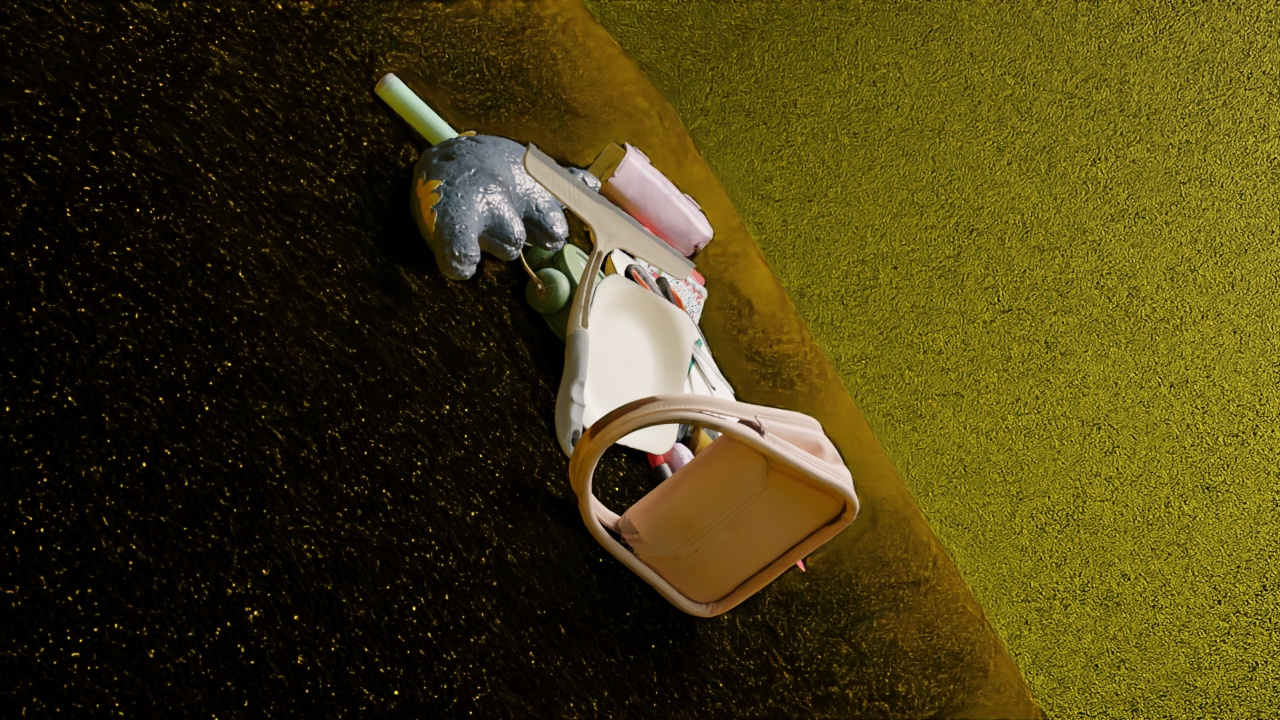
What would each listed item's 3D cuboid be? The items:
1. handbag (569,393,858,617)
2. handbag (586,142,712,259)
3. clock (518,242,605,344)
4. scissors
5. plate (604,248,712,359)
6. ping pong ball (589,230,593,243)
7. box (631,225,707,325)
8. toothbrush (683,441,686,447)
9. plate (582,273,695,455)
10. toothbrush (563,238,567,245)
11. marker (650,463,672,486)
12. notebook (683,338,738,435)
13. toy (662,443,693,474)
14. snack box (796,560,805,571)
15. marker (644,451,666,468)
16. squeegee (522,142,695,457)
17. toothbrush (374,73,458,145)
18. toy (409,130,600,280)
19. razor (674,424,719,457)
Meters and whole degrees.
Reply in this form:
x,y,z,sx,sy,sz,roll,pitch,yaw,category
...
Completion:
x,y,z,sx,sy,sz,roll,pitch,yaw,category
0.046,0.107,0.765,0.234,0.194,0.093,31,25,-36,handbag
0.015,-0.252,1.463,0.197,0.098,0.145,40,2,-23,handbag
-0.077,-0.073,0.985,0.161,0.056,0.116,44,18,-36,clock
0.055,-0.051,1.248,0.221,0.022,0.230,45,18,-23,scissors
0.024,-0.061,1.308,0.265,0.034,0.162,32,29,-56,plate
-0.052,-0.180,1.314,0.040,0.040,0.040,50,16,-20,ping pong ball
0.025,-0.130,1.454,0.112,0.099,0.201,23,-7,39,box
0.028,0.039,1.151,0.189,0.016,0.014,62,11,26,toothbrush
-0.012,0.007,0.942,0.163,0.034,0.164,26,70,-45,plate
-0.148,-0.159,1.013,0.027,0.026,0.212,24,0,31,toothbrush
0.048,0.164,0.933,0.132,0.022,0.020,62,-20,23,marker
0.098,0.065,1.241,0.150,0.012,0.208,60,20,-11,notebook
0.060,0.135,0.987,0.108,0.039,0.084,57,-9,0,toy
0.136,0.190,1.104,0.113,0.044,0.127,46,17,-33,snack box
-0.011,0.054,0.997,0.145,0.017,0.017,62,17,22,marker
-0.051,-0.028,0.847,0.246,0.039,0.246,29,64,-45,squeegee
-0.180,-0.208,0.949,0.224,0.027,0.027,42,29,-15,toothbrush
-0.136,-0.152,0.855,0.138,0.092,0.355,32,25,5,toy
0.087,0.120,1.029,0.167,0.062,0.067,45,51,16,razor
